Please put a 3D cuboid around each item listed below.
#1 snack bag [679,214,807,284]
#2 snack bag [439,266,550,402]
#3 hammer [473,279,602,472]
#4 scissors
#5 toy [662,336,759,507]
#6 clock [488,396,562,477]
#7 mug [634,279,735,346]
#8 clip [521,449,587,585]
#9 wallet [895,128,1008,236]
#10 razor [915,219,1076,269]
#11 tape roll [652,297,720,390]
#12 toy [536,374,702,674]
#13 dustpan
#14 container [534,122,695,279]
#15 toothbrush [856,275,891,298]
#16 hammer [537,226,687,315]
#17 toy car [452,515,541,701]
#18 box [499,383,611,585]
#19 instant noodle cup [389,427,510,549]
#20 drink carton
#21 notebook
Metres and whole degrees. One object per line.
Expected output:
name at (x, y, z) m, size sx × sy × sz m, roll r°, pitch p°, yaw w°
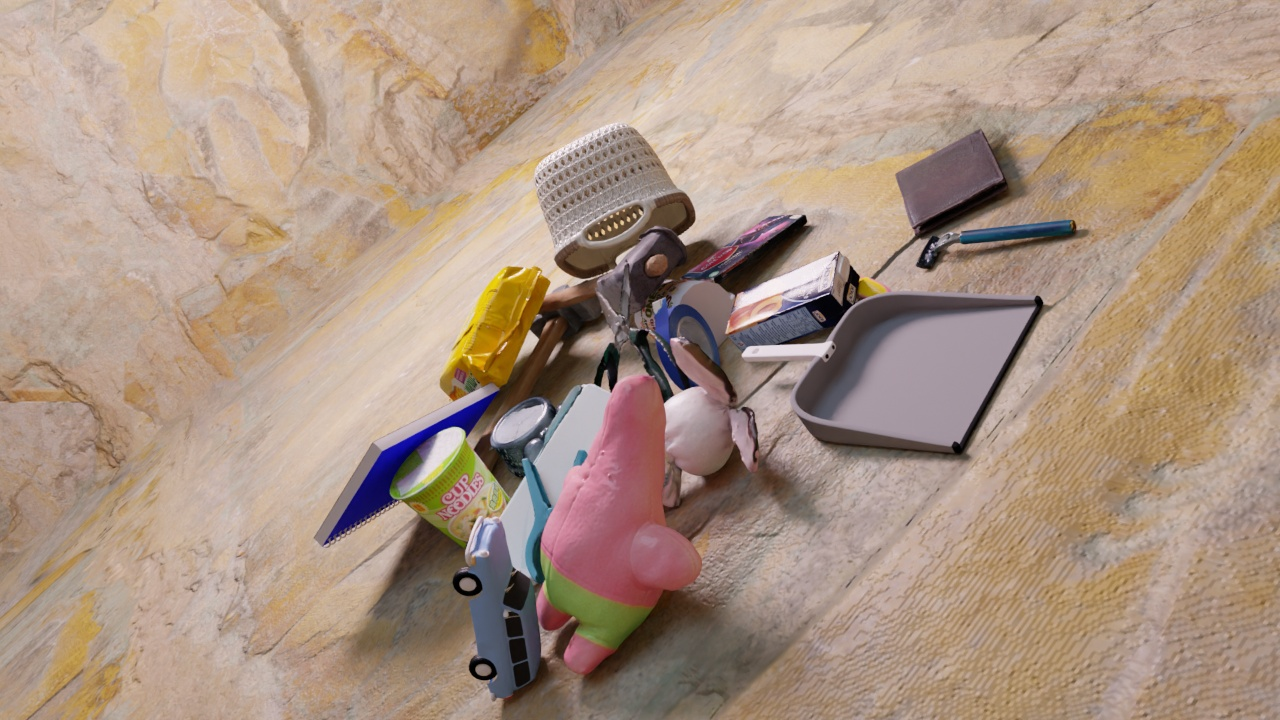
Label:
snack bag at (0.124, -0.131, 1.089) m, size 0.155 × 0.018 × 0.075 m, roll -36°, pitch 21°, yaw -20°
snack bag at (-0.198, -0.030, 1.203) m, size 0.159 × 0.068 × 0.248 m, roll -67°, pitch 15°, yaw -20°
hammer at (-0.146, 0.021, 1.191) m, size 0.118 × 0.051 × 0.321 m, roll -20°, pitch 32°, yaw 39°
scissors at (-0.005, 0.005, 0.916) m, size 0.015 × 0.202 × 0.204 m, roll -5°, pitch 18°, yaw -30°
toy at (0.033, 0.085, 0.818) m, size 0.206 × 0.131 × 0.105 m, roll -47°, pitch -25°, yaw 28°
clock at (-0.114, 0.086, 1.031) m, size 0.130 × 0.052 × 0.090 m, roll -2°, pitch 43°, yaw 46°
mug at (0.060, -0.056, 1.025) m, size 0.105 × 0.073 × 0.090 m, roll -20°, pitch 16°, yaw -27°
clip at (-0.092, 0.146, 0.842) m, size 0.113 × 0.028 × 0.126 m, roll -20°, pitch 60°, yaw 12°
wallet at (0.316, -0.182, 0.939) m, size 0.100 × 0.031 × 0.119 m, roll -29°, pitch 29°, yaw 25°
razor at (0.315, -0.110, 0.823) m, size 0.144 × 0.022 × 0.042 m, roll -5°, pitch 41°, yaw 49°
tape roll at (0.049, -0.012, 0.928) m, size 0.016 × 0.093 × 0.091 m, roll -22°, pitch 66°, yaw 32°
toy at (-0.022, 0.124, 0.727) m, size 0.192 × 0.096 × 0.237 m, roll 29°, pitch 108°, yaw 55°
dustpan at (0.187, 0.001, 0.788) m, size 0.258 × 0.033 × 0.162 m, roll -1°, pitch 43°, yaw 53°
container at (-0.035, -0.196, 1.175) m, size 0.185 × 0.143 × 0.246 m, roll -27°, pitch -4°, yaw 5°
toothbrush at (0.208, -0.077, 0.915) m, size 0.021 × 0.016 × 0.135 m, roll -47°, pitch 25°, yaw -4°
hammer at (-0.061, -0.086, 1.103) m, size 0.097 × 0.052 × 0.329 m, roll -49°, pitch 18°, yaw -25°
toy car at (-0.111, 0.198, 0.733) m, size 0.055 × 0.153 × 0.056 m, roll -2°, pitch 24°, yaw 5°
box at (-0.084, 0.119, 0.909) m, size 0.197 × 0.075 × 0.126 m, roll -57°, pitch 9°, yaw -12°
instant noodle cup at (-0.190, 0.142, 0.966) m, size 0.099 × 0.108 × 0.098 m, roll -31°, pitch 25°, yaw 16°
drink carton at (0.150, -0.054, 0.907) m, size 0.130 × 0.040 × 0.064 m, roll -21°, pitch 38°, yaw 40°
notebook at (-0.263, 0.117, 1.044) m, size 0.172 × 0.022 × 0.208 m, roll -52°, pitch -10°, yaw 29°
